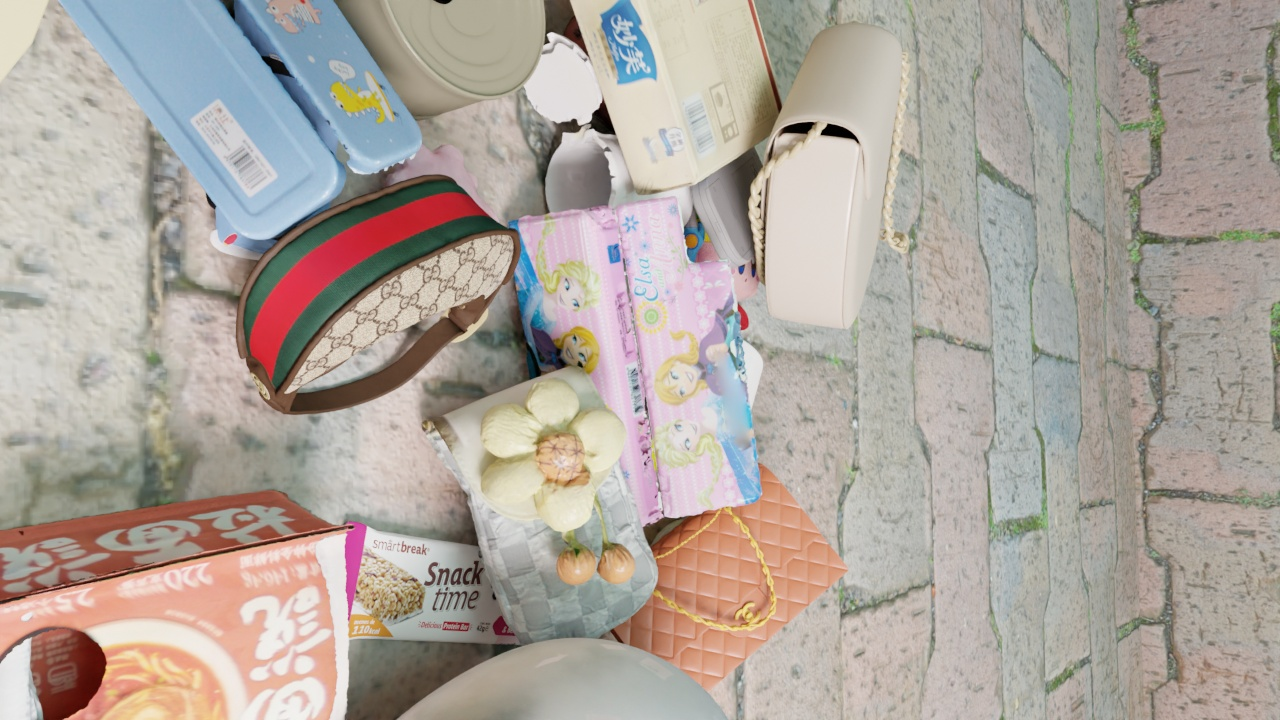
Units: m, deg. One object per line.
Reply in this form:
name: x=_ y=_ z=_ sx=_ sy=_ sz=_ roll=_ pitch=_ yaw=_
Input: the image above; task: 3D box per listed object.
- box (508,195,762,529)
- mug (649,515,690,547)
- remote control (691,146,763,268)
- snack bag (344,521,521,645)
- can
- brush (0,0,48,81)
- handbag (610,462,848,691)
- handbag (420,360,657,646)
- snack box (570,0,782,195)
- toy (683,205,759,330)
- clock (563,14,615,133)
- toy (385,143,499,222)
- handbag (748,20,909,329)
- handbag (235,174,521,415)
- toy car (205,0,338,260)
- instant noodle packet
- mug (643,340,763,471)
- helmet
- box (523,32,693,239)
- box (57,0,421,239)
box: x=-0.006 y=0.006 z=0.636 sx=0.066 sy=0.159 sz=0.230 roll=-45 pitch=127 yaw=-74
mug: x=0.054 y=0.172 z=0.768 sx=0.105 sy=0.074 sz=0.089 roll=14 pitch=76 yaw=-23
remote control: x=0.079 y=-0.126 z=0.742 sx=0.074 sy=0.019 sz=0.150 roll=63 pitch=30 yaw=-13
snack bag: x=-0.114 y=0.152 z=0.602 sx=0.196 sy=0.016 sz=0.070 roll=23 pitch=69 yaw=-47
can: x=-0.129 y=-0.217 z=0.563 sx=0.127 sy=0.073 sz=0.127 roll=5 pitch=84 yaw=-50
brush: x=-0.320 y=-0.096 z=0.348 sx=0.089 sy=0.043 sz=0.228 roll=42 pitch=56 yaw=-40
handbag: x=0.059 y=0.170 z=0.704 sx=0.171 sy=0.060 sz=0.109 roll=-35 pitch=83 yaw=-16
handbag: x=-0.051 y=0.098 z=0.577 sx=0.112 sy=0.123 sz=0.171 roll=-22 pitch=96 yaw=-21
snack box: x=0.023 y=-0.241 z=0.645 sx=0.152 sy=0.055 sz=0.207 roll=-41 pitch=118 yaw=-46
toy: x=0.053 y=-0.100 z=0.789 sx=0.124 sy=0.097 sz=0.131 roll=10 pitch=98 yaw=-44
clock: x=0.002 y=-0.245 z=0.724 sx=0.158 sy=0.072 sz=0.120 roll=50 pitch=52 yaw=-37
toy: x=-0.126 y=-0.089 z=0.575 sx=0.102 sy=0.050 sz=0.093 roll=-9 pitch=104 yaw=-51
handbag: x=0.159 y=-0.135 z=0.721 sx=0.209 sy=0.103 sz=0.210 roll=81 pitch=26 yaw=-45
handbag: x=-0.138 y=-0.030 z=0.510 sx=0.063 sy=0.139 sz=0.166 roll=45 pitch=47 yaw=12
toy car: x=-0.193 y=-0.130 z=0.494 sx=0.056 sy=0.055 sz=0.153 roll=9 pitch=80 yaw=-50
instant noodle packet: x=-0.231 y=0.186 z=0.440 sx=0.164 sy=0.084 sz=0.221 roll=-4 pitch=102 yaw=-51
mug: x=0.050 y=0.038 z=0.756 sx=0.082 sy=0.083 sz=0.106 roll=45 pitch=55 yaw=-39
helmet: x=-0.067 y=0.248 z=0.489 sx=0.263 sy=0.237 sz=0.163 roll=-21 pitch=96 yaw=-12
box: x=-0.026 y=-0.161 z=0.682 sx=0.136 sy=0.083 sz=0.144 roll=-9 pitch=102 yaw=-49
box: x=-0.200 y=-0.169 z=0.434 sx=0.120 sy=0.049 sz=0.209 roll=-39 pitch=102 yaw=-23
